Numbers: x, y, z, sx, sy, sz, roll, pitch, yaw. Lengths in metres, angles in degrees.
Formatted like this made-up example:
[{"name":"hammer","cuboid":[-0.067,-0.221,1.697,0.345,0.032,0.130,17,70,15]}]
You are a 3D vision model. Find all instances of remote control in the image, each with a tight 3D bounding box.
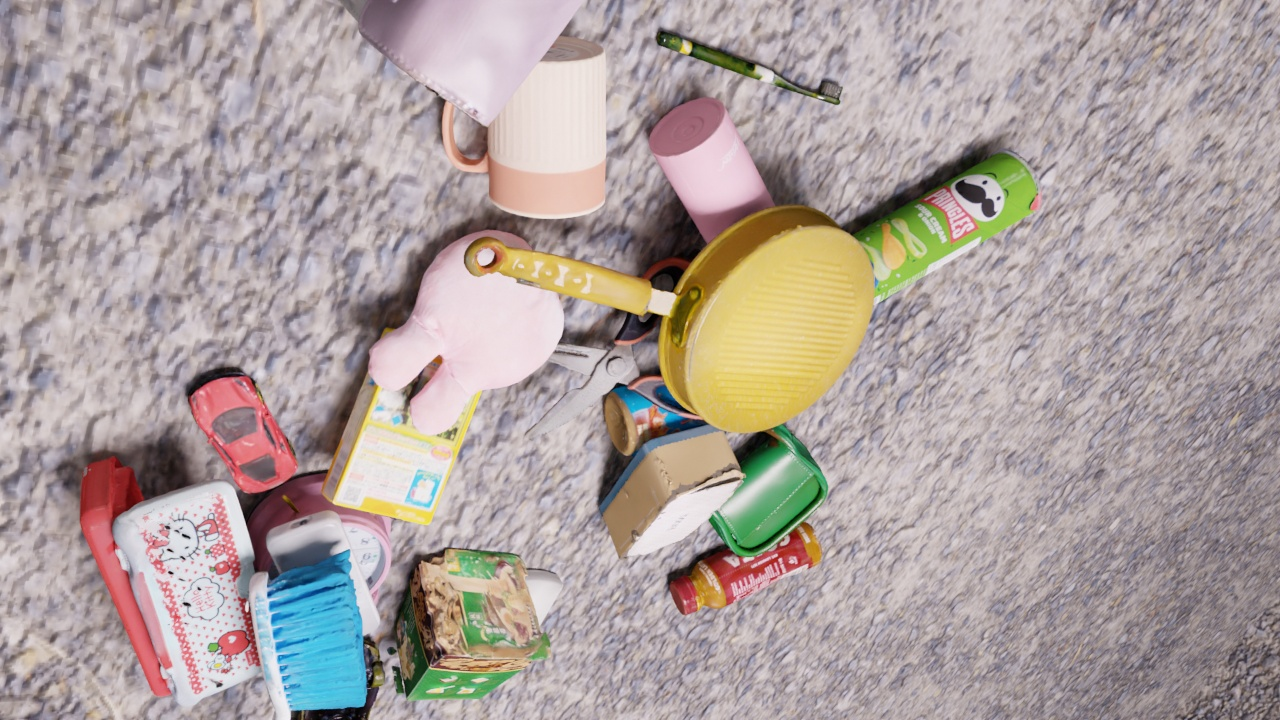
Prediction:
[{"name":"remote control","cuboid":[-0.249,0.175,0.728,0.055,0.020,0.136,-19,129,-15]},{"name":"remote control","cuboid":[-0.132,0.271,0.943,0.056,0.019,0.135,15,113,-36]}]

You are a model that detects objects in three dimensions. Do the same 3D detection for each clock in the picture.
[{"name":"clock","cuboid":[-0.269,0.171,0.768,0.117,0.060,0.159,6,120,-32]}]

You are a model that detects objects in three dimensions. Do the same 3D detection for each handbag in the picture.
[{"name":"handbag","cuboid":[0.124,0.131,0.967,0.131,0.068,0.120,-39,125,1]},{"name":"handbag","cuboid":[-0.077,-0.249,0.528,0.197,0.145,0.098,-51,134,9]}]

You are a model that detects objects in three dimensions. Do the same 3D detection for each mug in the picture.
[{"name":"mug","cuboid":[-0.080,-0.164,0.637,0.114,0.081,0.106,5,122,2]}]

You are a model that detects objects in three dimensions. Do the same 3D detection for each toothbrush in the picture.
[{"name":"toothbrush","cuboid":[0.092,-0.232,0.726,0.185,0.012,0.017,7,112,-33]}]

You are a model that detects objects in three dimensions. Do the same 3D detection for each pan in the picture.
[{"name":"pan","cuboid":[0.036,-0.044,0.718,0.356,0.078,0.198,6,116,-37]}]

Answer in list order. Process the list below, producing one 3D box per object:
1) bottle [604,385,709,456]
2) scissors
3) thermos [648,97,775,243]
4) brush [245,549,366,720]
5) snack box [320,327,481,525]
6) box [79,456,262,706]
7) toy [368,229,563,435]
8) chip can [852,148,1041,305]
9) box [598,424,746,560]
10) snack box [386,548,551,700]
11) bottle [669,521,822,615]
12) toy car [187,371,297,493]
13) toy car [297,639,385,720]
[{"name":"bottle","cuboid":[0.076,0.033,0.865,0.218,0.065,0.065,-15,127,-21]},{"name":"scissors","cuboid":[-0.004,0.003,0.786,0.222,0.015,0.189,-45,109,-11]},{"name":"thermos","cuboid":[0.074,-0.112,0.757,0.087,0.067,0.198,-56,136,-21]},{"name":"brush","cuboid":[-0.275,0.278,0.741,0.109,0.060,0.315,-6,126,-17]},{"name":"snack box","cuboid":[-0.184,0.053,0.724,0.086,0.034,0.140,22,90,-39]},{"name":"box","cuboid":[-0.340,0.164,0.696,0.101,0.095,0.202,-12,126,-20]},{"name":"toy","cuboid":[-0.130,-0.022,0.697,0.159,0.054,0.121,-44,117,-22]},{"name":"chip can","cuboid":[0.261,-0.114,0.865,0.236,0.072,0.072,-30,131,-8]},{"name":"box","cuboid":[0.028,0.123,0.854,0.089,0.061,0.185,-11,152,-28]},{"name":"snack box","cuboid":[-0.168,0.256,0.861,0.117,0.118,0.106,14,126,-36]},{"name":"bottle","cuboid":[0.118,0.236,1.036,0.174,0.057,0.057,-19,129,-17]},{"name":"toy car","cuboid":[-0.298,0.056,0.690,0.049,0.031,0.106,-24,128,-15]},{"name":"toy car","cuboid":[-0.292,0.330,0.877,0.070,0.042,0.158,5,118,-32]}]
